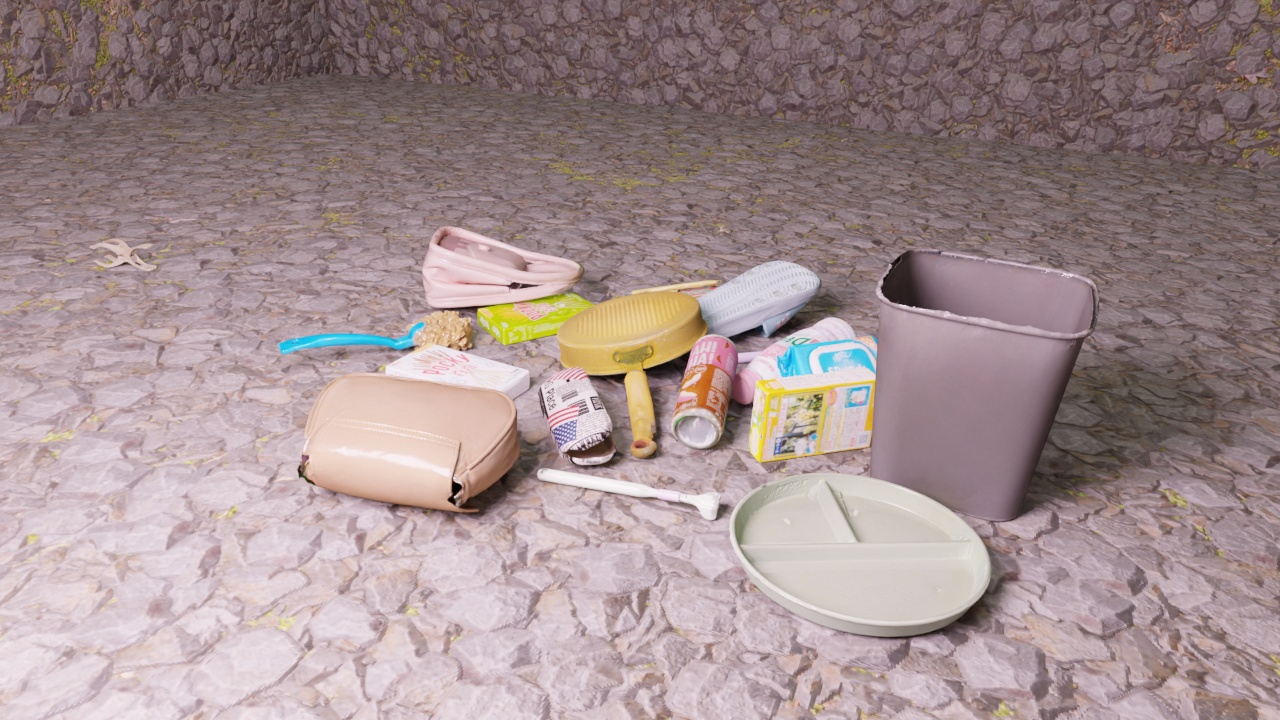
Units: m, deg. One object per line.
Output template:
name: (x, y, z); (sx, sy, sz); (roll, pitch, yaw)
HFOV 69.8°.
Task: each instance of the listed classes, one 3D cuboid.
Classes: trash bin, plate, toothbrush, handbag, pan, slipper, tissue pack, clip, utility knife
trash bin: (0.333, 0.022, 0.936); (0.199, 0.220, 0.198); (14, 28, 22)
plate: (0.194, 0.170, 0.829); (0.230, 0.027, 0.229); (1, 25, -1)
toothbrush: (0.166, -0.007, 1.224); (0.189, 0.029, 0.021); (-6, -14, -14)
handbag: (-0.201, -0.135, 1.371); (0.234, 0.093, 0.193); (4, 17, -6)
pan: (-0.007, 0.007, 1.126); (0.198, 0.078, 0.356); (-13, 21, 3)
toothbrush: (-0.014, 0.128, 0.911); (0.190, 0.020, 0.029); (8, 58, 15)
slipper: (0.152, -0.067, 1.297); (0.245, 0.074, 0.104); (-25, 34, -18)
handbag: (-0.225, 0.084, 0.901); (0.205, 0.100, 0.147); (8, 33, 12)
tissue pack: (0.232, 0.022, 1.071); (0.140, 0.063, 0.090); (-6, 60, -19)
clip: (-0.819, -0.159, 1.460); (0.103, 0.077, 0.034); (16, 25, 5)
utility knife: (0.061, -0.114, 1.409); (0.177, 0.019, 0.031); (-11, 2, 12)

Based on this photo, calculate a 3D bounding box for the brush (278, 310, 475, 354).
brush: (-0.331, -0.030, 1.181); (0.254, 0.046, 0.083); (-6, 29, -31)

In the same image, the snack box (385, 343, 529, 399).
snack box: (-0.222, 0.021, 1.117); (0.157, 0.027, 0.084); (15, 27, 23)

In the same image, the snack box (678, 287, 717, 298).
snack box: (0.101, -0.083, 1.372); (0.155, 0.027, 0.077); (-9, 25, -24)

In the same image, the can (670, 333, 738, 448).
can: (0.075, 0.033, 1.043); (0.058, 0.058, 0.147); (7, 38, 10)

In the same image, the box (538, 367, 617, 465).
box: (-0.075, 0.052, 1.003); (0.075, 0.076, 0.163); (-9, 29, -12)

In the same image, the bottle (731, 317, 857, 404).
bottle: (0.190, 0.004, 1.150); (0.196, 0.068, 0.068); (-23, 35, -36)

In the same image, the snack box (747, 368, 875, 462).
snack box: (0.189, 0.059, 0.998); (0.140, 0.087, 0.033); (-7, 27, -19)

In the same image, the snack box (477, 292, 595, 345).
snack box: (-0.143, -0.062, 1.304); (0.156, 0.026, 0.086); (-14, 28, -30)
